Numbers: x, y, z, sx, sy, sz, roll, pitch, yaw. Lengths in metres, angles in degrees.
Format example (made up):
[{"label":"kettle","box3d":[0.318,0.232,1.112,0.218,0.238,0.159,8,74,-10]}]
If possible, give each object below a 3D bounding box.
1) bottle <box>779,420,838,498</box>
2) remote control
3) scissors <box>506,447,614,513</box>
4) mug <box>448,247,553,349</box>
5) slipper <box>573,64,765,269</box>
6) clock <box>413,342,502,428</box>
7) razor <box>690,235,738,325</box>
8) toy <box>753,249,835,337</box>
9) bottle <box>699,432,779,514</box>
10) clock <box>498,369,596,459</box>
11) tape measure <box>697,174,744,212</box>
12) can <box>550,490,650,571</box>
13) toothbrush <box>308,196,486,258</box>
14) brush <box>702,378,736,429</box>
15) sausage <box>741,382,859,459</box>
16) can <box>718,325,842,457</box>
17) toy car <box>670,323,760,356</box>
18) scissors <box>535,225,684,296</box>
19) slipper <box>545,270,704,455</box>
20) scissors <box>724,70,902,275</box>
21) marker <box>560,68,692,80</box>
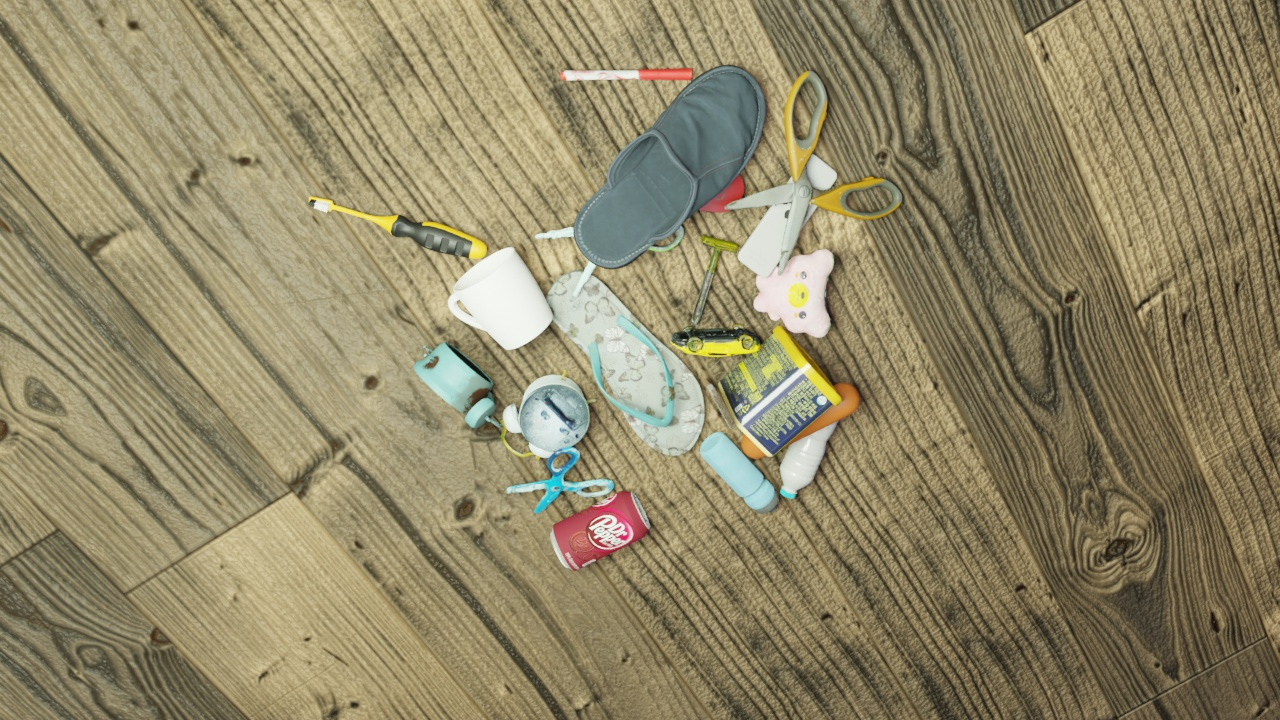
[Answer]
[{"label":"bottle","box3d":[0.207,0.109,1.142,0.044,0.044,0.136,16,106,-12]},{"label":"remote control","box3d":[0.168,-0.165,1.048,0.045,0.008,0.146,34,93,-15]},{"label":"scissors","box3d":[-0.095,0.144,1.110,0.134,0.011,0.140,-3,139,-11]},{"label":"mug","box3d":[-0.162,-0.062,1.027,0.114,0.080,0.087,-19,118,32]},{"label":"slipper","box3d":[0.037,-0.204,0.974,0.265,0.083,0.109,-45,97,0]},{"label":"clock","box3d":[-0.200,0.032,1.043,0.124,0.090,0.053,42,90,-17]},{"label":"razor","box3d":[0.078,-0.091,1.069,0.042,0.026,0.106,11,111,-13]},{"label":"toy","box3d":[0.180,-0.080,1.069,0.093,0.050,0.102,4,99,4]},{"label":"bottle","box3d":[0.128,0.145,1.147,0.040,0.040,0.130,-41,109,7]},{"label":"clock","box3d":[-0.113,0.069,1.082,0.118,0.057,0.083,-40,110,7]},{"label":"tape measure","box3d":[0.087,-0.189,1.034,0.051,0.019,0.059,28,97,-11]},{"label":"can","box3d":[-0.050,0.210,1.135,0.114,0.063,0.063,-27,110,3]},{"label":"toothbrush","box3d":[-0.264,-0.147,1.005,0.196,0.030,0.031,16,122,-8]},{"label":"brush","box3d":[0.085,0.041,1.050,0.008,0.143,0.045,-29,101,2]},{"label":"sausage","box3d":[0.187,0.075,1.098,0.165,0.044,0.039,-32,79,32]},{"label":"can","box3d":[0.157,0.035,1.063,0.104,0.135,0.075,-42,109,11]},{"label":"toy car","box3d":[0.088,-0.022,1.080,0.107,0.049,0.030,0,111,-5]},{"label":"scissors","box3d":[-0.034,-0.153,1.030,0.171,0.024,0.166,-5,111,-17]},{"label":"slipper","box3d":[-0.006,0.006,1.077,0.098,0.054,0.269,-36,108,3]},{"label":"scissors","box3d":[0.201,-0.202,1.029,0.229,0.016,0.225,8,97,-20]},{"label":"marker","box3d":[-0.015,-0.307,0.986,0.142,0.012,0.013,-3,109,-6]}]
